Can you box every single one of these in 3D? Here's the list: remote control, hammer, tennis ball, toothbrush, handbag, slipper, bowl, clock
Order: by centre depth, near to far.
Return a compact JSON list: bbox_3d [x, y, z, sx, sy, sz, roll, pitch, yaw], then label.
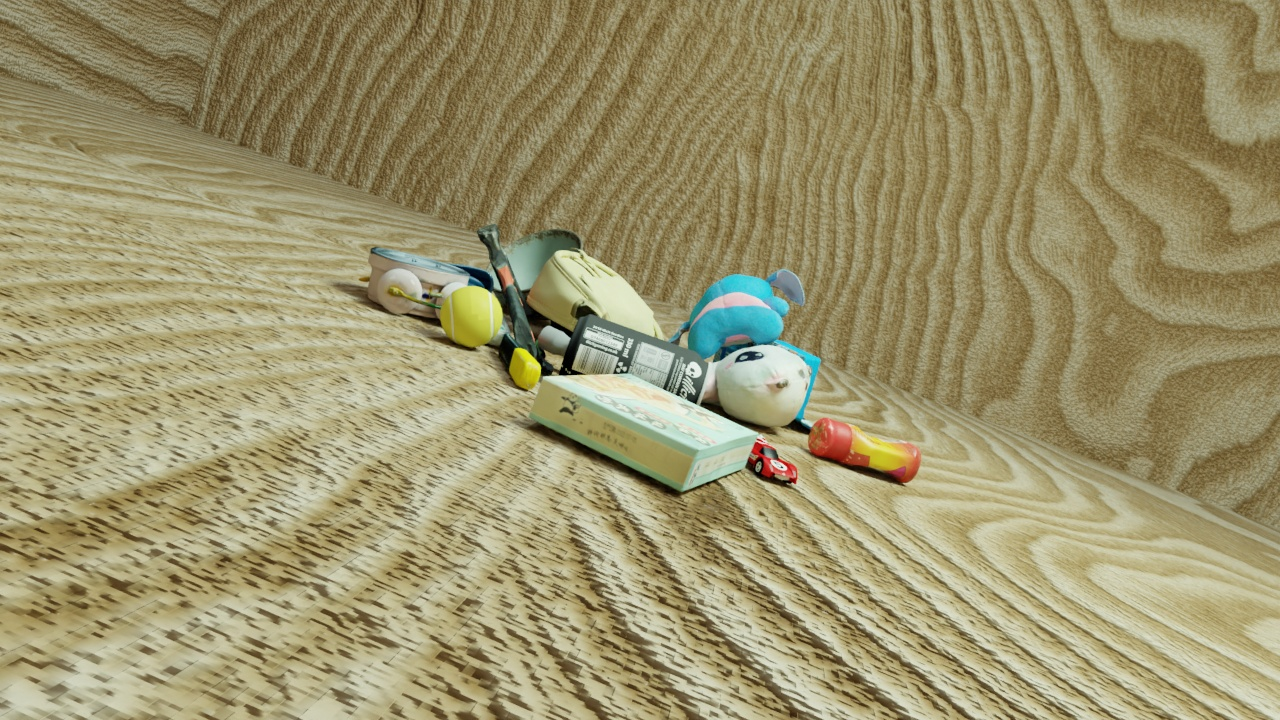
[{"bbox_3d":[-0.180,-0.047,0.977,0.065,0.065,0.065,20,7,-3],"label":"tennis ball"},{"bbox_3d":[-0.256,-0.085,1.067,0.116,0.059,0.158,10,11,-33],"label":"clock"},{"bbox_3d":[-0.115,-0.007,1.068,0.017,0.014,0.188,32,4,-13],"label":"toothbrush"},{"bbox_3d":[-0.182,-0.040,1.091,0.050,0.022,0.133,17,7,-13],"label":"remote control"},{"bbox_3d":[-0.007,0.007,1.153,0.125,0.029,0.310,25,5,21],"label":"hammer"},{"bbox_3d":[-0.162,-0.075,1.164,0.033,0.133,0.333,-20,23,-5],"label":"hammer"},{"bbox_3d":[-0.060,-0.080,1.257,0.191,0.088,0.232,37,9,26],"label":"handbag"},{"bbox_3d":[-0.251,-0.104,1.258,0.103,0.059,0.213,16,9,-9],"label":"slipper"},{"bbox_3d":[-0.087,-0.041,1.373,0.084,0.027,0.178,22,3,7],"label":"handbag"},{"bbox_3d":[-0.149,-0.119,1.413,0.160,0.159,0.094,27,-30,46],"label":"bowl"}]

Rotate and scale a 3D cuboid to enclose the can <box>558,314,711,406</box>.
[{"bbox_3d":[-0.006,0.010,0.960,0.146,0.080,0.080,20,7,-1],"label":"can"}]

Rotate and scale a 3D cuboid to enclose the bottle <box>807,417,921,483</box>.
[{"bbox_3d":[0.268,0.107,1.109,0.134,0.048,0.071,18,7,-17],"label":"bottle"}]

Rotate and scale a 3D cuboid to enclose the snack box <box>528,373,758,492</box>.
[{"bbox_3d":[0.010,0.058,0.795,0.141,0.044,0.193,24,7,19],"label":"snack box"}]

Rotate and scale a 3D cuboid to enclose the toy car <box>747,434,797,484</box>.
[{"bbox_3d":[0.120,0.094,0.894,0.038,0.025,0.089,17,8,-21],"label":"toy car"}]

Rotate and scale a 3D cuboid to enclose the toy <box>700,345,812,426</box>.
[{"bbox_3d":[0.130,0.031,1.170,0.180,0.101,0.138,2,10,33],"label":"toy"}]

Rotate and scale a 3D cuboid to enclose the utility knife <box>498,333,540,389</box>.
[{"bbox_3d":[-0.129,-0.004,0.943,0.020,0.029,0.174,21,6,-22],"label":"utility knife"}]

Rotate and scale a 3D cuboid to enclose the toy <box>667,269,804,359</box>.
[{"bbox_3d":[0.118,-0.053,1.264,0.099,0.224,0.191,63,15,-13],"label":"toy"}]

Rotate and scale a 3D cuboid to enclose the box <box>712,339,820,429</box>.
[{"bbox_3d":[0.205,0.026,1.335,0.113,0.114,0.243,11,10,-23],"label":"box"}]
